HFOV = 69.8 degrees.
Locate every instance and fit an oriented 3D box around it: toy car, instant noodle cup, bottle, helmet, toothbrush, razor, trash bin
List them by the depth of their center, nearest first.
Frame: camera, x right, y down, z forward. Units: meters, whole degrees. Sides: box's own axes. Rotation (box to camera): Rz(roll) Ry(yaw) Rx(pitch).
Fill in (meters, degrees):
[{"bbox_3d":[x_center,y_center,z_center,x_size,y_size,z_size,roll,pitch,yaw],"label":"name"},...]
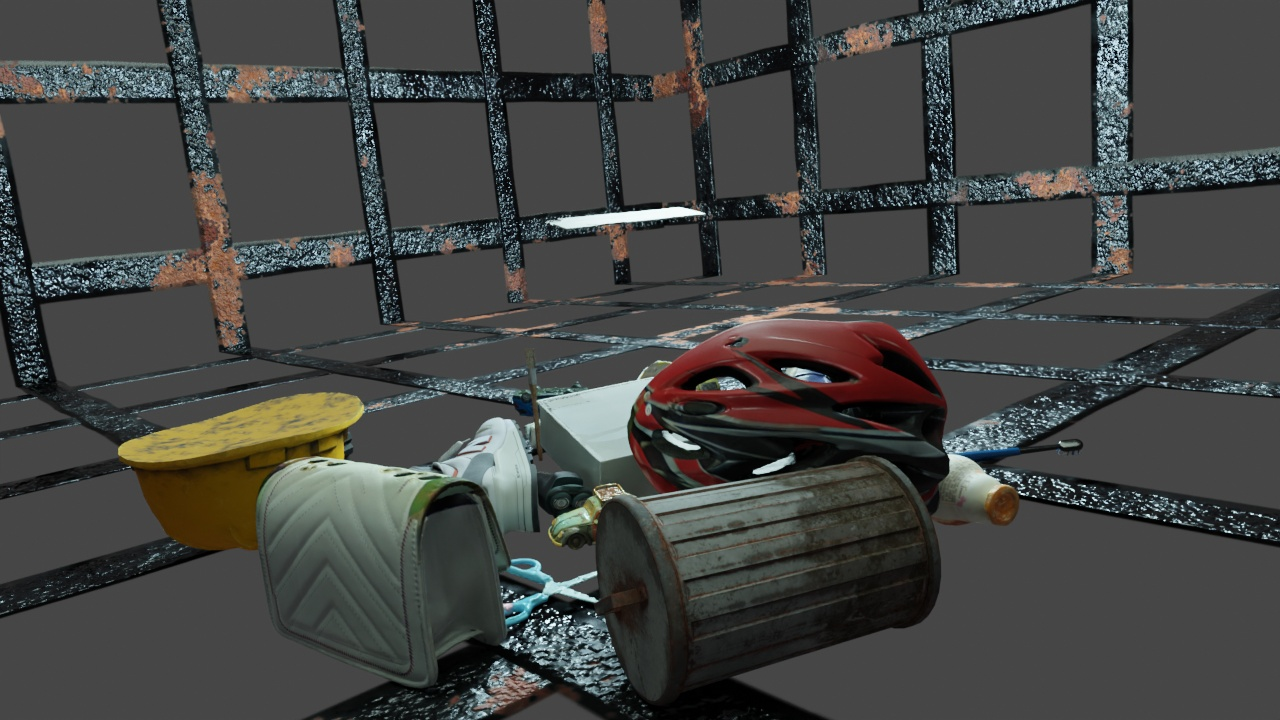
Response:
[{"bbox_3d":[0.074,0.140,0.610,0.210,0.131,0.131,-8,10,-21],"label":"trash bin"},{"bbox_3d":[0.124,0.072,0.779,0.272,0.218,0.166,-4,44,3],"label":"helmet"},{"bbox_3d":[0.282,0.117,0.815,0.063,0.063,0.109,-10,11,-24],"label":"bottle"},{"bbox_3d":[-0.033,0.145,0.873,0.111,0.047,0.047,-8,14,-15],"label":"toy car"},{"bbox_3d":[-0.395,0.125,0.944,0.205,0.131,0.255,-2,10,16],"label":"helmet"},{"bbox_3d":[-0.092,0.136,0.966,0.047,0.052,0.143,5,1,-22],"label":"razor"},{"bbox_3d":[0.388,0.101,0.987,0.168,0.014,0.014,-7,43,6],"label":"toothbrush"},{"bbox_3d":[0.059,0.046,1.267,0.102,0.102,0.108,0,5,27],"label":"instant noodle cup"},{"bbox_3d":[-0.137,0.062,1.420,0.120,0.043,0.056,-5,10,14],"label":"toy car"}]

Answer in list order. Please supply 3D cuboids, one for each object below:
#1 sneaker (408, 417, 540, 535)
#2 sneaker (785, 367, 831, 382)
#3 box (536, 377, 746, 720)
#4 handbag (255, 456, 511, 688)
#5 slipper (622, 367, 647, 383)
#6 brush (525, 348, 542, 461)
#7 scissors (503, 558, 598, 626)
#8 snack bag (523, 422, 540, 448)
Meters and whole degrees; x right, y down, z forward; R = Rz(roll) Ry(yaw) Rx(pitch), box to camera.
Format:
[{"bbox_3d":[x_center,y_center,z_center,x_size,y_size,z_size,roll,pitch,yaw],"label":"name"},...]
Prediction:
[{"bbox_3d":[-0.183,0.122,0.971,0.124,0.089,0.240,-5,13,-17],"label":"sneaker"},{"bbox_3d":[0.189,0.091,1.005,0.118,0.092,0.232,24,36,10],"label":"sneaker"},{"bbox_3d":[0.005,0.235,1.047,0.168,0.404,0.172,-10,11,-27],"label":"box"},{"bbox_3d":[-0.197,0.146,0.694,0.199,0.142,0.096,4,11,38],"label":"handbag"},{"bbox_3d":[0.025,0.045,1.386,0.112,0.074,0.246,-17,2,41],"label":"slipper"},{"bbox_3d":[-0.133,0.056,1.160,0.008,0.143,0.045,-6,2,-12],"label":"brush"},{"bbox_3d":[-0.090,0.190,0.761,0.135,0.015,0.136,-6,11,-39],"label":"scissors"},{"bbox_3d":[-0.035,0.093,1.204,0.226,0.041,0.077,-3,10,24],"label":"snack bag"}]
